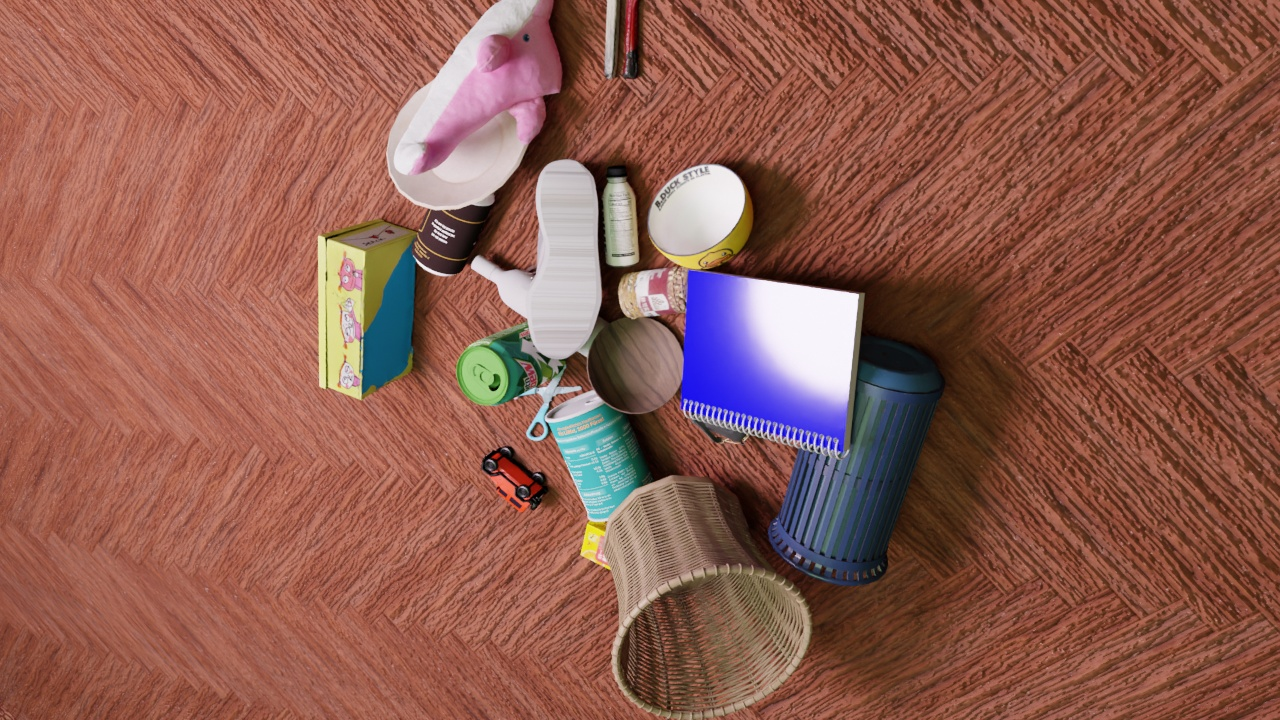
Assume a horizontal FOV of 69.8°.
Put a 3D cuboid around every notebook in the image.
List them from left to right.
[{"bbox_3d":[0.133,0.000,0.978,0.209,0.022,0.172,13,107,40],"label":"notebook"}]

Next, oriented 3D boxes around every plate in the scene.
[{"bbox_3d":[-0.216,-0.263,1.106,0.189,0.027,0.188,-5,72,15],"label":"plate"}]

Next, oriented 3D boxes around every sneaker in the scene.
[{"bbox_3d":[-0.089,-0.123,1.107,0.099,0.089,0.236,6,104,2],"label":"sneaker"}]

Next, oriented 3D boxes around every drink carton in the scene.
[{"bbox_3d":[-0.013,0.263,1.250,0.135,0.042,0.059,22,119,17],"label":"drink carton"}]

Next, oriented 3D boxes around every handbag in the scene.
[{"bbox_3d":[0.112,0.045,1.099,0.079,0.054,0.129,27,117,9],"label":"handbag"}]

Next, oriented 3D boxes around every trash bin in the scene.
[{"bbox_3d":[0.239,0.106,1.014,0.139,0.139,0.250,19,115,18],"label":"trash bin"}]

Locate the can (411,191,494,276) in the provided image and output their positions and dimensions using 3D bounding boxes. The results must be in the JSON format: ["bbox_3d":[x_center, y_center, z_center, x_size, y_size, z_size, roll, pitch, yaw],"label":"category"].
[{"bbox_3d":[-0.239,-0.175,1.168,0.072,0.071,0.129,37,121,8],"label":"can"}]

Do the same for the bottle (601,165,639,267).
[{"bbox_3d":[-0.025,-0.171,1.085,0.041,0.041,0.116,6,112,24],"label":"bottle"}]

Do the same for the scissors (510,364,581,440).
[{"bbox_3d":[-0.133,0.061,1.246,0.139,0.015,0.118,-6,106,30],"label":"scissors"}]

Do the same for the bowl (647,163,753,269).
[{"bbox_3d":[0.074,-0.151,1.019,0.117,0.067,0.117,-13,61,24],"label":"bowl"}]

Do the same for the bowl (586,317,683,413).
[{"bbox_3d":[-0.007,0.007,1.132,0.119,0.032,0.119,0,85,-4],"label":"bowl"}]

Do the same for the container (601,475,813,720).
[{"bbox_3d":[0.062,0.269,1.085,0.226,0.196,0.227,-5,119,-10],"label":"container"}]

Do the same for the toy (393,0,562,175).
[{"bbox_3d":[-0.169,-0.299,1.040,0.128,0.187,0.265,41,89,-23],"label":"toy"}]

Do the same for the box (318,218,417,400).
[{"bbox_3d":[-0.370,-0.069,1.246,0.079,0.124,0.221,20,119,18],"label":"box"}]

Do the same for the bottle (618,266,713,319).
[{"bbox_3d":[0.032,-0.082,1.084,0.105,0.056,0.056,-5,108,27],"label":"bottle"}]

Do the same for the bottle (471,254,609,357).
[{"bbox_3d":[-0.131,-0.076,1.167,0.195,0.052,0.053,33,120,11],"label":"bottle"}]

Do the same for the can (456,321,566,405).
[{"bbox_3d":[-0.160,0.002,1.154,0.083,0.143,0.083,7,106,23],"label":"can"}]

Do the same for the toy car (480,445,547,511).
[{"bbox_3d":[-0.179,0.168,1.287,0.100,0.051,0.049,38,119,7],"label":"toy car"}]

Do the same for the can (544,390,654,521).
[{"bbox_3d":[-0.049,0.119,1.177,0.099,0.099,0.144,-16,102,30],"label":"can"}]

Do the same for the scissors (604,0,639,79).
[{"bbox_3d":[-0.013,-0.407,1.002,0.140,0.015,0.189,41,121,7],"label":"scissors"}]
